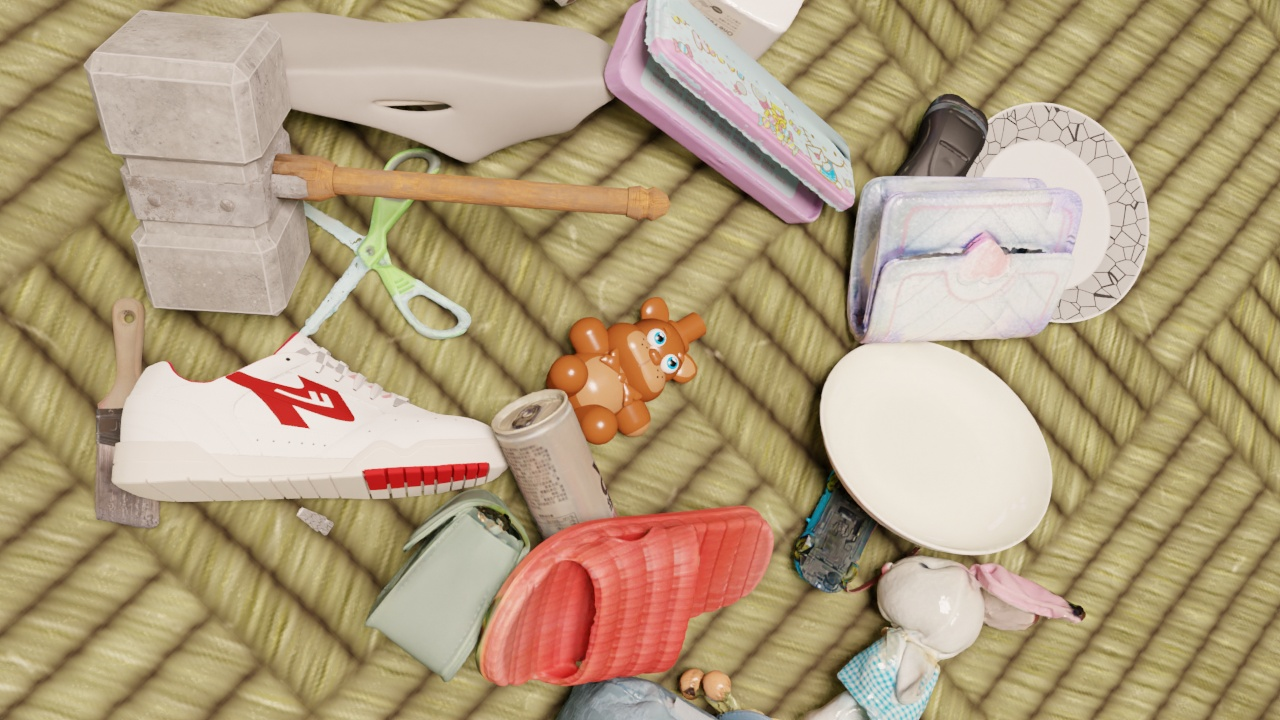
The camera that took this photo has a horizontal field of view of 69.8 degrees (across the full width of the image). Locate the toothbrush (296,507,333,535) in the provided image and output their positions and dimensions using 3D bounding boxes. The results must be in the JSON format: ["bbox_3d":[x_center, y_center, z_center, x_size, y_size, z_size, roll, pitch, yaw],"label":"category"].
[{"bbox_3d":[-0.193,0.092,0.536,0.010,0.182,0.010,32,72,-5],"label":"toothbrush"}]

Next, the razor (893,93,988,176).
[{"bbox_3d":[0.225,-0.145,0.739,0.053,0.063,0.140,31,92,-9],"label":"razor"}]

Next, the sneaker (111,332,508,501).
[{"bbox_3d":[-0.205,0.033,0.597,0.236,0.090,0.104,0,72,-13],"label":"sneaker"}]

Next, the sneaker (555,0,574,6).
[{"bbox_3d":[-0.002,-0.394,0.681,0.127,0.121,0.294,39,73,-20],"label":"sneaker"}]

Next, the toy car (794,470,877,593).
[{"bbox_3d":[0.150,0.123,0.693,0.048,0.032,0.105,32,72,-9],"label":"toy car"}]

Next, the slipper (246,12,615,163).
[{"bbox_3d":[-0.146,-0.183,0.637,0.265,0.081,0.112,-5,41,-20],"label":"slipper"}]

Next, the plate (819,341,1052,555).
[{"bbox_3d":[0.216,0.066,0.690,0.182,0.034,0.182,7,54,-10],"label":"plate"}]

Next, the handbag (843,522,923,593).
[{"bbox_3d":[0.199,0.135,0.710,0.119,0.029,0.055,-44,93,-9],"label":"handbag"}]

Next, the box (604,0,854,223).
[{"bbox_3d":[0.075,-0.179,0.661,0.214,0.065,0.078,28,63,-34],"label":"box"}]

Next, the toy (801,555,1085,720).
[{"bbox_3d":[0.198,0.205,0.676,0.205,0.131,0.105,-33,70,-4],"label":"toy"}]

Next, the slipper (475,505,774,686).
[{"bbox_3d":[0.011,0.150,0.586,0.248,0.059,0.104,-7,114,-42],"label":"slipper"}]

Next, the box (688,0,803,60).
[{"bbox_3d":[0.068,-0.299,0.723,0.107,0.091,0.102,29,70,-14],"label":"box"}]

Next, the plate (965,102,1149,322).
[{"bbox_3d":[0.345,-0.125,0.778,0.188,0.016,0.188,2,83,-14],"label":"plate"}]

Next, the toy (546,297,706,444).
[{"bbox_3d":[-0.004,0.004,0.656,0.127,0.065,0.095,-31,101,-20],"label":"toy"}]

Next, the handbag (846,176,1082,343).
[{"bbox_3d":[0.245,-0.073,0.699,0.158,0.069,0.127,-2,112,-10],"label":"handbag"}]

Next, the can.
[{"bbox_3d":[-0.050,0.090,0.615,0.054,0.054,0.136,-27,112,-15],"label":"can"}]

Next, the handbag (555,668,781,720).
[{"bbox_3d":[0.039,0.268,0.613,0.192,0.122,0.118,35,60,-6],"label":"handbag"}]

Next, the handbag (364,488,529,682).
[{"bbox_3d":[-0.120,0.133,0.582,0.067,0.122,0.106,36,79,-6],"label":"handbag"}]

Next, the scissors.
[{"bbox_3d":[-0.189,-0.076,0.644,0.172,0.021,0.171,35,81,-9],"label":"scissors"}]

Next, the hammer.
[{"bbox_3d":[-0.140,-0.107,0.561,0.317,0.163,0.082,3,39,-6],"label":"hammer"}]

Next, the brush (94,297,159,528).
[{"bbox_3d":[-0.332,0.033,0.596,0.039,0.012,0.151,-1,84,-13],"label":"brush"}]
